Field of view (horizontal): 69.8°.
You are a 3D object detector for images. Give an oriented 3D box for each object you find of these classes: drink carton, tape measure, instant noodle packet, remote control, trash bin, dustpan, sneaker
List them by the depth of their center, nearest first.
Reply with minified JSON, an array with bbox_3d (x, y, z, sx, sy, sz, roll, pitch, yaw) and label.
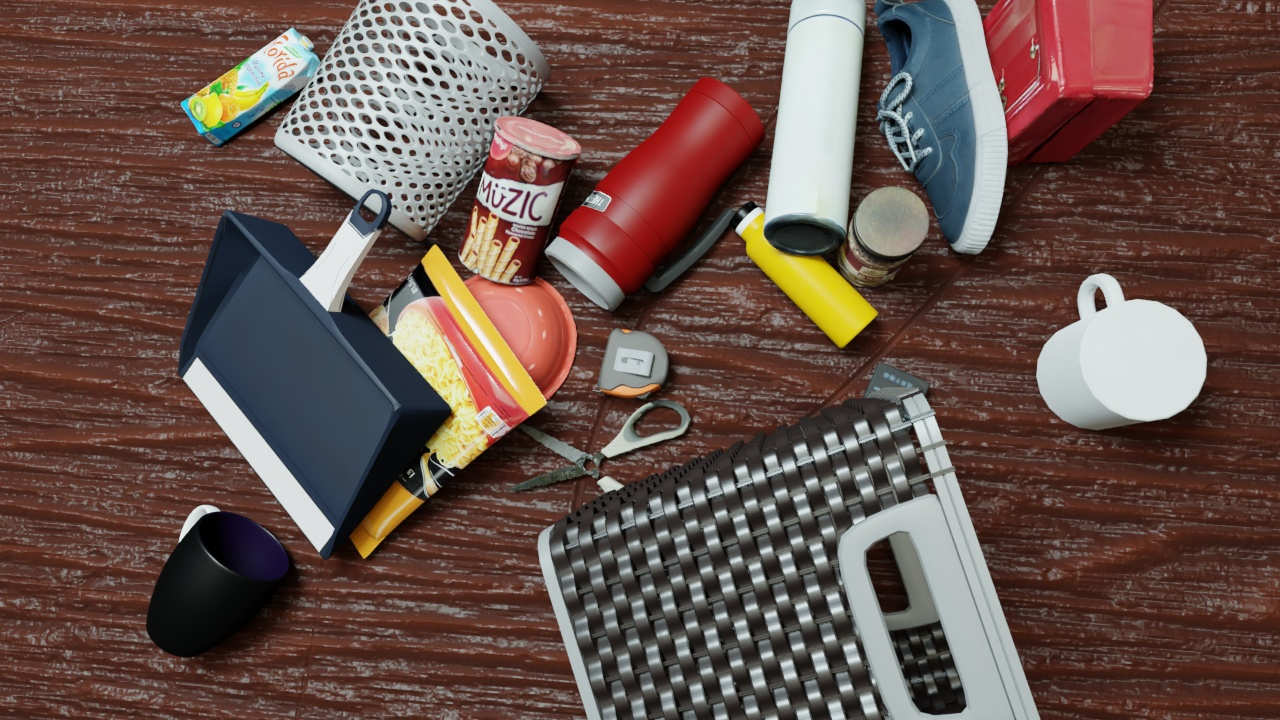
[{"bbox_3d":[-0.262,-0.017,0.723,0.236,0.080,0.273,44,101,18],"label":"dustpan"},{"bbox_3d":[-0.200,0.038,0.761,0.221,0.032,0.160,-40,78,17],"label":"instant noodle packet"},{"bbox_3d":[0.189,0.078,0.762,0.047,0.022,0.150,25,86,6],"label":"remote control"},{"bbox_3d":[-0.191,-0.211,0.763,0.156,0.156,0.183,34,88,8],"label":"trash bin"},{"bbox_3d":[0.243,-0.202,0.767,0.087,0.089,0.235,-4,76,0],"label":"sneaker"},{"bbox_3d":[-0.005,0.005,0.776,0.059,0.038,0.058,13,83,5],"label":"tape measure"},{"bbox_3d":[-0.350,-0.249,0.835,0.129,0.038,0.044,-35,81,-1],"label":"drink carton"}]

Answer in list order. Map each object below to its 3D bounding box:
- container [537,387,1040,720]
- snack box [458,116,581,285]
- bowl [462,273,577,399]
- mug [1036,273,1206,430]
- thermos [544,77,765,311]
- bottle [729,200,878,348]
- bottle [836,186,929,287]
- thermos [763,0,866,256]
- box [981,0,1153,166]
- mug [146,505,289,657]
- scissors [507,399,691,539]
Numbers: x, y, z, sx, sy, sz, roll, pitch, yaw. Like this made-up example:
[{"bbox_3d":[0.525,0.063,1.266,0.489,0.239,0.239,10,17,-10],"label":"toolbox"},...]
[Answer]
[{"bbox_3d":[0.099,0.173,0.631,0.244,0.245,0.247,-19,86,8],"label":"container"},{"bbox_3d":[-0.102,-0.131,0.758,0.072,0.072,0.121,27,117,7],"label":"snack box"},{"bbox_3d":[-0.122,-0.020,0.783,0.130,0.045,0.130,-1,82,3],"label":"bowl"},{"bbox_3d":[0.373,-0.009,0.727,0.091,0.090,0.121,-11,81,2],"label":"mug"},{"bbox_3d":[0.021,-0.132,0.778,0.108,0.084,0.198,44,83,-25],"label":"thermos"},{"bbox_3d":[0.134,-0.076,0.776,0.043,0.043,0.143,-43,81,-3],"label":"bottle"},{"bbox_3d":[0.194,-0.097,0.744,0.056,0.105,0.056,-1,82,4],"label":"bottle"},{"bbox_3d":[0.146,-0.202,0.761,0.068,0.068,0.229,8,70,5],"label":"thermos"},{"bbox_3d":[0.331,-0.237,0.731,0.087,0.158,0.128,4,83,-2],"label":"box"},{"bbox_3d":[-0.361,0.178,0.760,0.100,0.085,0.119,-51,52,8],"label":"mug"},{"bbox_3d":[-0.024,0.092,0.777,0.171,0.012,0.157,-35,81,-2],"label":"scissors"}]
